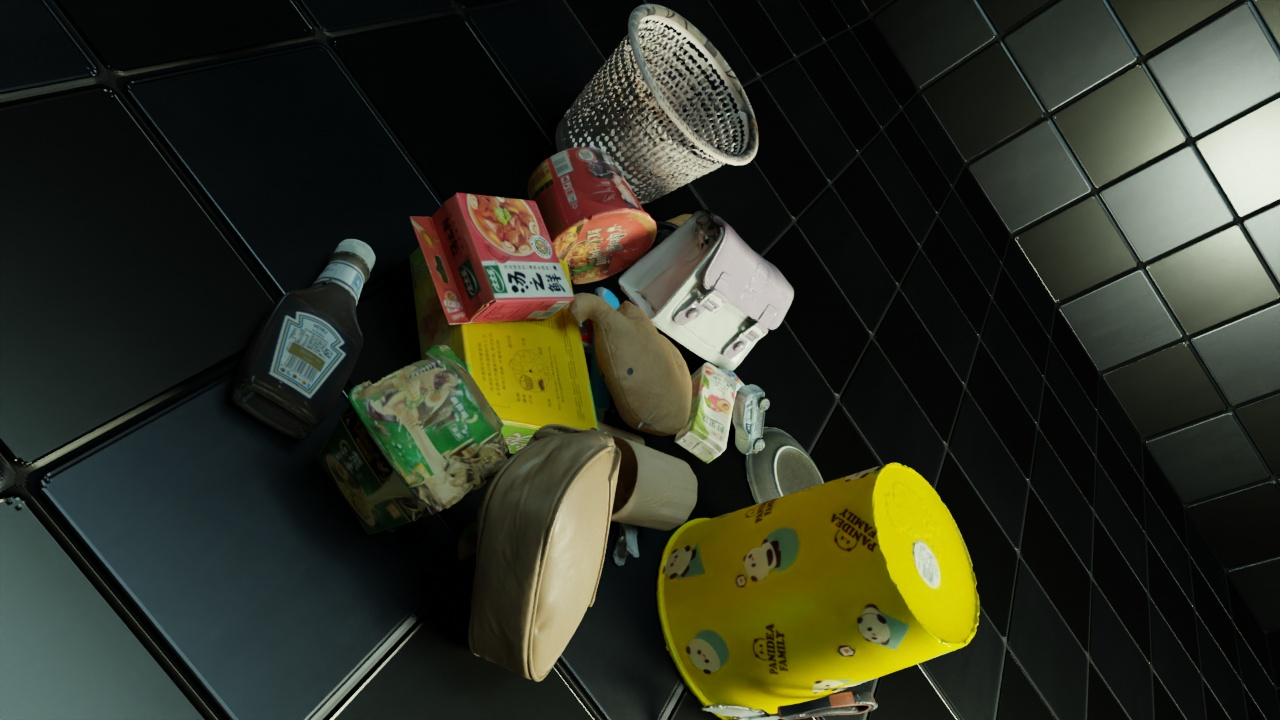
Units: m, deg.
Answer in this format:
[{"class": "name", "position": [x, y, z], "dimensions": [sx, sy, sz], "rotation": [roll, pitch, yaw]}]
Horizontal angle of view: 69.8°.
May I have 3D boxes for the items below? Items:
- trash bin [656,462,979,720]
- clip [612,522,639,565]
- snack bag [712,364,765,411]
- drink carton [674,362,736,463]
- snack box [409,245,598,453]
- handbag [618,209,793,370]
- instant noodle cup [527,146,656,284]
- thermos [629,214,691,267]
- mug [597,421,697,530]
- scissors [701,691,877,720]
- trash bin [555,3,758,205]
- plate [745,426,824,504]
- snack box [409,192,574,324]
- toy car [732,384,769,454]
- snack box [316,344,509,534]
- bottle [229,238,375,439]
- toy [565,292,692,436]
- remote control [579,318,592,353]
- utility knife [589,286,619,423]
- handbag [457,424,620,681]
[{"class": "trash bin", "position": [0.187, 0.235, 0.950], "dimensions": [0.229, 0.256, 0.229], "rotation": [30, 45, -35]}, {"class": "clip", "position": [-0.013, 0.185, 0.948], "dimensions": [0.024, 0.026, 0.056], "rotation": [45, 28, -22]}, {"class": "snack bag", "position": [0.127, 0.041, 1.213], "dimensions": [0.105, 0.026, 0.045], "rotation": [45, 41, -15]}, {"class": "drink carton", "position": [0.080, 0.064, 1.123], "dimensions": [0.053, 0.046, 0.122], "rotation": [35, 39, -16]}, {"class": "snack box", "position": [-0.134, -0.016, 0.900], "dimensions": [0.157, 0.070, 0.209], "rotation": [14, 56, -45]}, {"class": "handbag", "position": [0.091, -0.082, 1.117], "dimensions": [0.098, 0.145, 0.197], "rotation": [48, 12, 36]}, {"class": "instant noodle cup", "position": [-0.062, -0.171, 1.052], "dimensions": [0.137, 0.138, 0.108], "rotation": [7, 54, -48]}, {"class": "thermos", "position": [0.044, -0.147, 1.200], "dimensions": [0.093, 0.093, 0.143], "rotation": [54, 29, -7]}, {"class": "mug", "position": [-0.011, 0.115, 0.954], "dimensions": [0.103, 0.084, 0.124], "rotation": [23, 26, -46]}, {"class": "scissors", "position": [0.133, 0.355, 0.909], "dimensions": [0.226, 0.189, 0.015], "rotation": [50, 23, -51]}, {"class": "trash bin", "position": [0.006, -0.298, 1.164], "dimensions": [0.227, 0.193, 0.227], "rotation": [29, 45, -35]}, {"class": "plate", "position": [0.206, 0.169, 1.221], "dimensions": [0.179, 0.024, 0.179], "rotation": [30, 45, -35]}, {"class": "snack box", "position": [-0.136, -0.095, 0.856], "dimensions": [0.126, 0.044, 0.113], "rotation": [-7, 70, -51]}, {"class": "toy car", "position": [0.137, 0.076, 1.162], "dimensions": [0.034, 0.043, 0.091], "rotation": [-6, 108, -31]}, {"class": "snack box", "position": [-0.191, 0.072, 0.740], "dimensions": [0.117, 0.106, 0.118], "rotation": [57, 34, 0]}, {"class": "bottle", "position": [-0.270, -0.029, 0.770], "dimensions": [0.080, 0.044, 0.194], "rotation": [38, 40, -27]}, {"class": "toy", "position": [-0.006, 0.006, 0.977], "dimensions": [0.226, 0.082, 0.143], "rotation": [44, 25, -60]}, {"class": "remote control", "position": [-0.043, -0.030, 1.064], "dimensions": [0.135, 0.020, 0.055], "rotation": [17, 52, -43]}, {"class": "utility knife", "position": [-0.043, 0.009, 1.015], "dimensions": [0.034, 0.018, 0.187], "rotation": [25, 61, -43]}, {"class": "handbag", "position": [-0.084, 0.152, 0.755], "dimensions": [0.100, 0.205, 0.147], "rotation": [20, 27, 17]}]
